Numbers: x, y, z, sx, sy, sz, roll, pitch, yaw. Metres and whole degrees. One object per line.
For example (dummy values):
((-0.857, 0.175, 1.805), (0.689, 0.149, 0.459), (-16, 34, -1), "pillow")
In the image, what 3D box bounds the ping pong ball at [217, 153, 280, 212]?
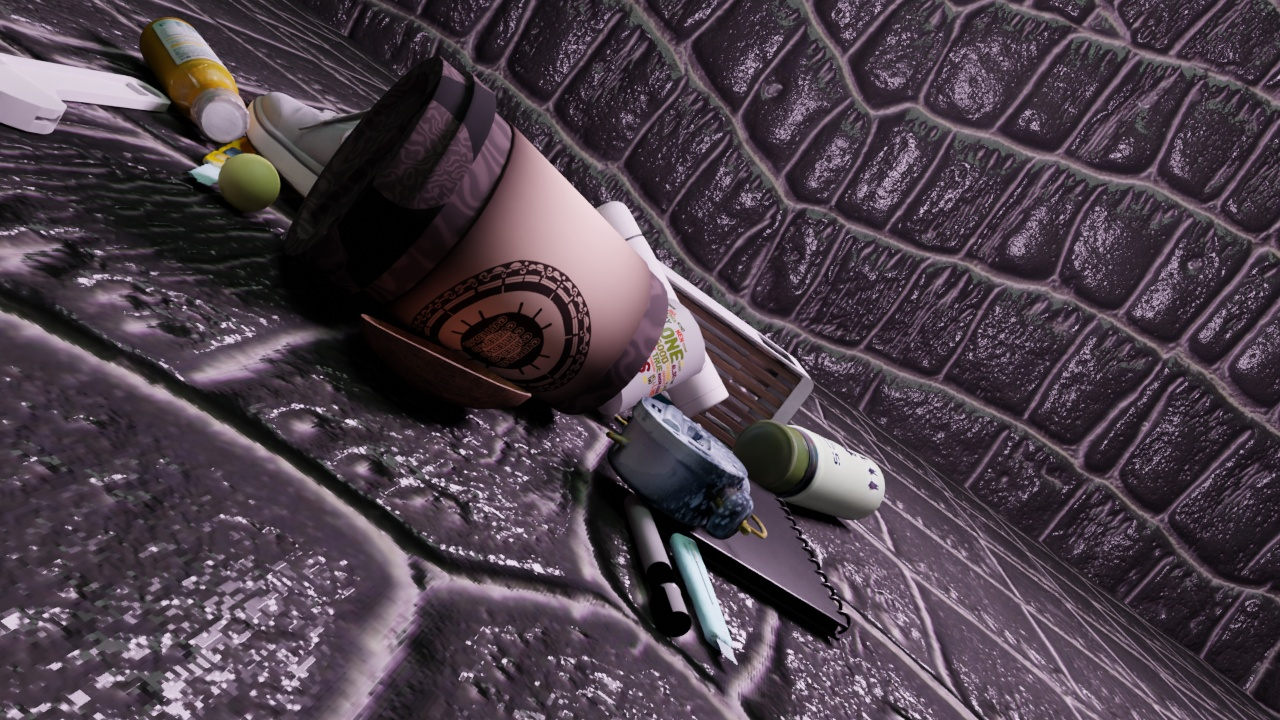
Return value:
((-0.273, -0.124, 0.639), (0.040, 0.040, 0.040), (35, 10, -7), "ping pong ball")

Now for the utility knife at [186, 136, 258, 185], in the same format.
((-0.319, -0.155, 0.717), (0.030, 0.018, 0.206), (23, 16, -18), "utility knife")

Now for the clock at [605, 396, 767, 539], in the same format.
((0.035, 0.076, 0.618), (0.129, 0.052, 0.090), (35, 8, 0), "clock")

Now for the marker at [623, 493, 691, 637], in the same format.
((0.007, 0.115, 0.540), (0.016, 0.016, 0.140), (33, 10, -18), "marker")

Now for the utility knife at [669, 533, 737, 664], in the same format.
((0.036, 0.139, 0.538), (0.022, 0.015, 0.119), (34, 13, -21), "utility knife")

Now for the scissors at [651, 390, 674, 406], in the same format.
((-0.008, 0.022, 0.928), (0.132, 0.019, 0.148), (26, 15, -50), "scissors")

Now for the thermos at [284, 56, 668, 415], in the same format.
((-0.102, -0.072, 0.644), (0.226, 0.173, 0.172), (38, 7, -31), "thermos")

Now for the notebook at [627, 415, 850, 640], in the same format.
((0.070, 0.120, 0.729), (0.169, 0.019, 0.231), (33, 10, -12), "notebook")

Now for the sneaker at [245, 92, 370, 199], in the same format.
((-0.230, -0.178, 0.768), (0.263, 0.128, 0.096), (38, -1, 27), "sneaker")

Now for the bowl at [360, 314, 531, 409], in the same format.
((-0.122, 0.008, 0.555), (0.102, 0.026, 0.114), (25, -3, 39), "bowl")

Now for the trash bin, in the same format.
((0.059, -0.006, 1.010), (0.229, 0.114, 0.114), (35, 10, -5), "trash bin")

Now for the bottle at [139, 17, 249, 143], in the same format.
((-0.378, -0.238, 0.780), (0.053, 0.053, 0.186), (24, 15, -49), "bottle")

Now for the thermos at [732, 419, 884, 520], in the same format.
((0.174, 0.116, 0.951), (0.082, 0.082, 0.231), (43, 12, 36), "thermos")

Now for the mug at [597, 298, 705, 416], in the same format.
((-0.005, 0.005, 0.797), (0.089, 0.105, 0.073), (-25, 63, -29), "mug")

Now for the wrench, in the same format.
((-0.380, -0.182, 0.619), (0.086, 0.018, 0.273), (35, 8, -8), "wrench")

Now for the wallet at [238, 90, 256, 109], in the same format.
((-0.339, -0.219, 0.913), (0.099, 0.031, 0.120), (39, 7, 4), "wallet")

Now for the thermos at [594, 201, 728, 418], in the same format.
((0.012, -0.051, 0.906), (0.224, 0.052, 0.052), (62, 12, 2), "thermos")
